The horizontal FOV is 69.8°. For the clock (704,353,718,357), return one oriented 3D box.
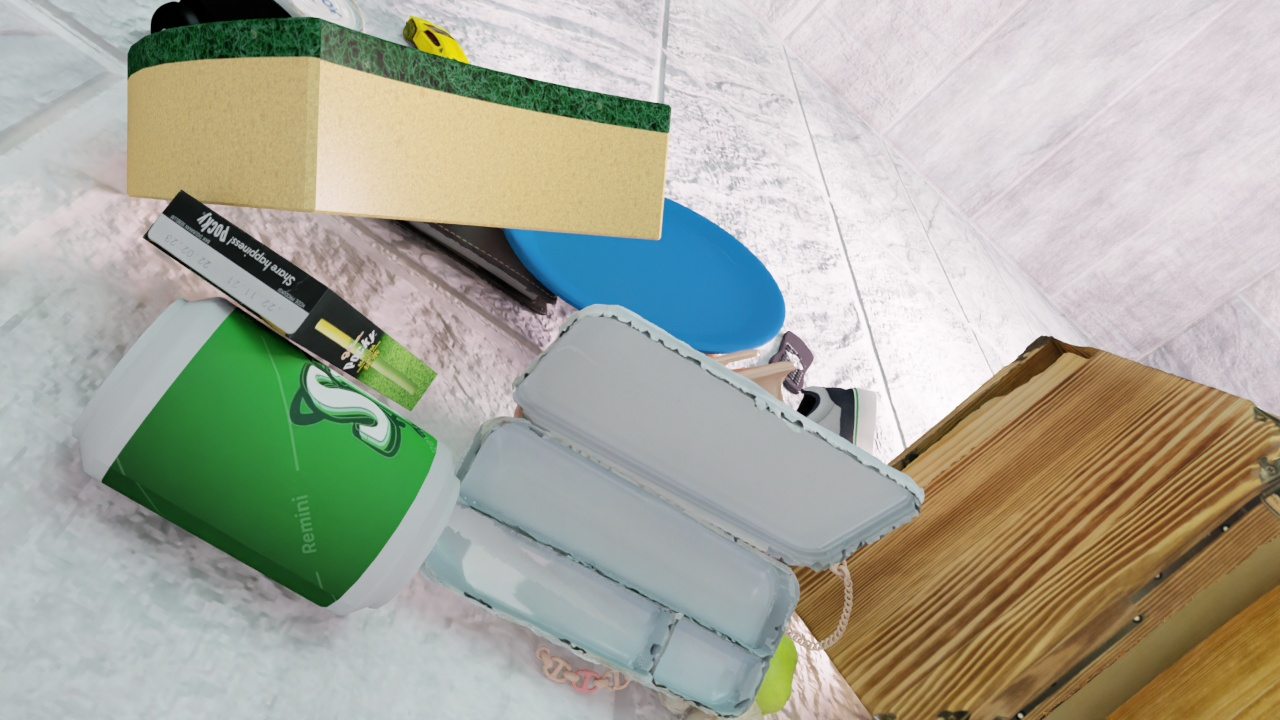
[{"bbox_3d":[0.035,-0.050,0.808,0.121,0.073,0.157,42,28,-9],"label":"clock"}]

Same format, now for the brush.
[{"bbox_3d":[-0.129,-0.115,0.502,0.195,0.075,0.249,12,10,41],"label":"brush"}]

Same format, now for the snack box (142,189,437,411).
[{"bbox_3d":[-0.156,-0.021,0.437,0.080,0.025,0.147,32,-9,11],"label":"snack box"}]

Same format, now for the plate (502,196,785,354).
[{"bbox_3d":[0.002,-0.070,0.688,0.224,0.024,0.223,17,34,-12],"label":"plate"}]

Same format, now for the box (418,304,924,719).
[{"bbox_3d":[0.014,0.078,0.463,0.210,0.186,0.084,29,12,-19],"label":"box"}]

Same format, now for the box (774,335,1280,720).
[{"bbox_3d":[0.256,0.139,0.562,0.220,0.279,0.258,52,1,4],"label":"box"}]

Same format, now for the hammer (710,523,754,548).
[{"bbox_3d":[-0.004,0.004,0.687,0.097,0.052,0.328,-2,57,-56],"label":"hammer"}]

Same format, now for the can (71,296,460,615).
[{"bbox_3d":[-0.155,0.042,0.394,0.140,0.088,0.087,37,29,-18],"label":"can"}]

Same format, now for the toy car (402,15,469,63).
[{"bbox_3d":[-0.185,-0.286,0.857,0.049,0.030,0.107,1,50,-53],"label":"toy car"}]

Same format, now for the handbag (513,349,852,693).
[{"bbox_3d":[0.008,0.093,0.562,0.198,0.117,0.187,-11,93,-24],"label":"handbag"}]

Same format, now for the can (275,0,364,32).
[{"bbox_3d":[-0.260,-0.266,0.706,0.086,0.043,0.086,35,30,-25],"label":"can"}]

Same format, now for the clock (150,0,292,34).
[{"bbox_3d":[-0.272,-0.210,0.613,0.091,0.043,0.120,32,30,-27],"label":"clock"}]

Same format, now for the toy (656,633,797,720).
[{"bbox_3d":[0.050,0.181,0.551,0.092,0.046,0.115,49,34,6],"label":"toy"}]

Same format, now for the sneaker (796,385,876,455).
[{"bbox_3d":[0.156,0.105,0.790,0.079,0.084,0.234,11,38,7],"label":"sneaker"}]

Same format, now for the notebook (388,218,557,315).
[{"bbox_3d":[-0.134,-0.140,0.738,0.169,0.030,0.208,30,33,-30],"label":"notebook"}]

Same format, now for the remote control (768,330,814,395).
[{"bbox_3d":[0.167,-0.001,1.002,0.046,0.009,0.124,46,27,-2],"label":"remote control"}]
